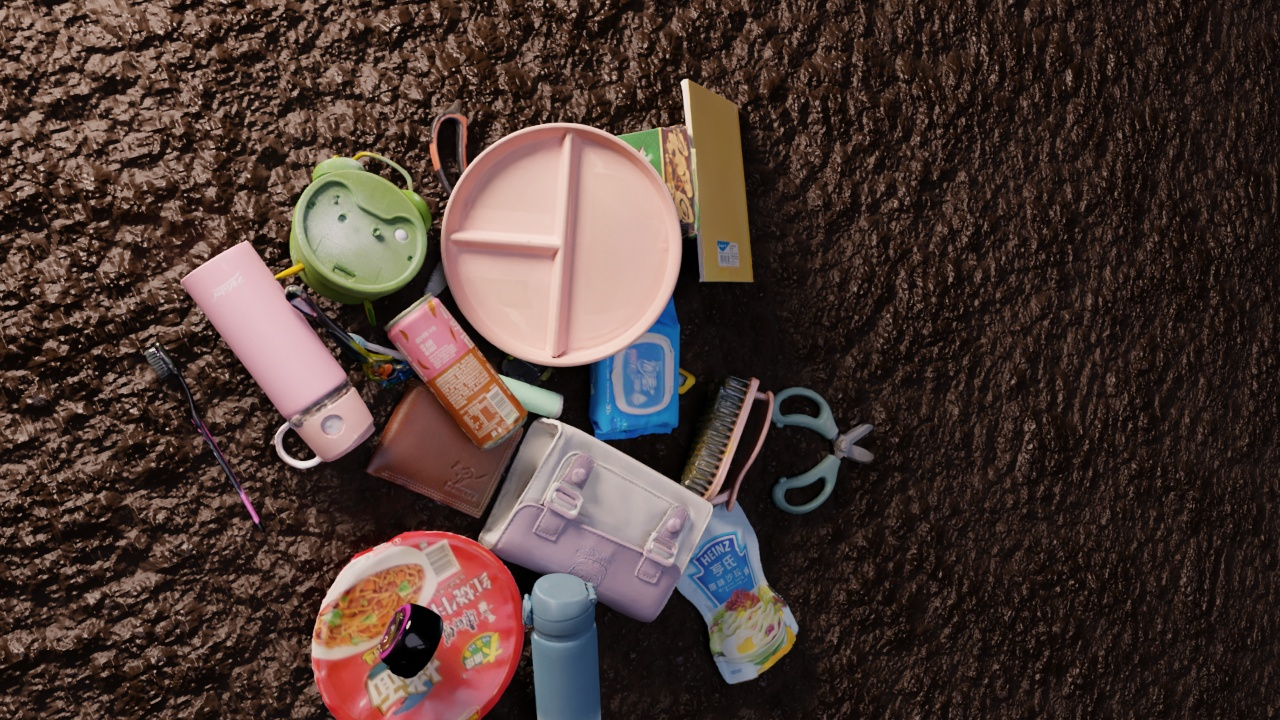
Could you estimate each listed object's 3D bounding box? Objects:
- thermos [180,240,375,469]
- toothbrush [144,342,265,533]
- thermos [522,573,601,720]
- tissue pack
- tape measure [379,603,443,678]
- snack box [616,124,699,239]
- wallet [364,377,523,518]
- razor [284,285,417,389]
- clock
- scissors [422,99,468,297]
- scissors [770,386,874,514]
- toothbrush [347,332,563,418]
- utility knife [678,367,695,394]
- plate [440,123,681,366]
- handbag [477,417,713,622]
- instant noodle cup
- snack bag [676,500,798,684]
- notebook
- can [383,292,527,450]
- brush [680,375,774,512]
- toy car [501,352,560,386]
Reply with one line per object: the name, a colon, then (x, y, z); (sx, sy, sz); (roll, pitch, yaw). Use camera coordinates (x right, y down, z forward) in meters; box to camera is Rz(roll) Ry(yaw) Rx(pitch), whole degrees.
thermos: (-0.319, 0.002, 0.801); (0.087, 0.067, 0.198); (-33, 105, -9)
toothbrush: (-0.376, 0.071, 0.797); (0.017, 0.014, 0.189); (-28, 102, -15)
thermos: (-0.072, 0.310, 0.882); (0.070, 0.070, 0.221); (-12, 112, -27)
tissue pack: (-0.006, 0.006, 0.947); (0.095, 0.052, 0.157); (-5, 103, -19)
tape measure: (-0.198, 0.238, 0.785); (0.039, 0.057, 0.058); (33, 82, -22)
snack box: (-0.009, -0.175, 0.942); (0.105, 0.118, 0.117); (-5, 91, -14)
wallet: (-0.188, 0.086, 0.883); (0.124, 0.032, 0.101); (28, 79, -23)
razor: (-0.260, -0.018, 0.816); (0.143, 0.043, 0.022); (48, 27, -38)
clock: (-0.252, -0.121, 0.829); (0.116, 0.056, 0.161); (29, 60, -25)
scissors: (-0.159, -0.147, 0.911); (0.189, 0.015, 0.222); (46, 70, -18)
scissors: (0.208, 0.118, 1.089); (0.173, 0.019, 0.178); (25, 77, -25)
toothbrush: (-0.179, 0.013, 0.887); (0.224, 0.027, 0.027); (20, 121, -20)
utility knife: (-0.003, -0.007, 0.986); (0.154, 0.015, 0.033); (29, 79, -23)
plate: (-0.075, -0.109, 0.881); (0.229, 0.028, 0.229); (0, 96, 0)
handbag: (-0.043, 0.163, 0.921); (0.197, 0.098, 0.145); (30, 81, -23)
instant noodle cup: (-0.207, 0.249, 0.849); (0.193, 0.066, 0.194); (0, 90, -27)
snack bag: (0.101, 0.256, 1.021); (0.110, 0.039, 0.191); (-28, 101, -13)
notebook: (0.087, -0.187, 0.994); (0.145, 0.010, 0.206); (-9, 94, -63)
can: (-0.169, 0.012, 0.845); (0.057, 0.058, 0.147); (-41, 100, -22)
brush: (0.096, 0.090, 1.005); (0.073, 0.063, 0.145); (22, 78, -12)
toy car: (-0.100, -0.022, 0.928); (0.049, 0.031, 0.106); (32, 89, -21)
